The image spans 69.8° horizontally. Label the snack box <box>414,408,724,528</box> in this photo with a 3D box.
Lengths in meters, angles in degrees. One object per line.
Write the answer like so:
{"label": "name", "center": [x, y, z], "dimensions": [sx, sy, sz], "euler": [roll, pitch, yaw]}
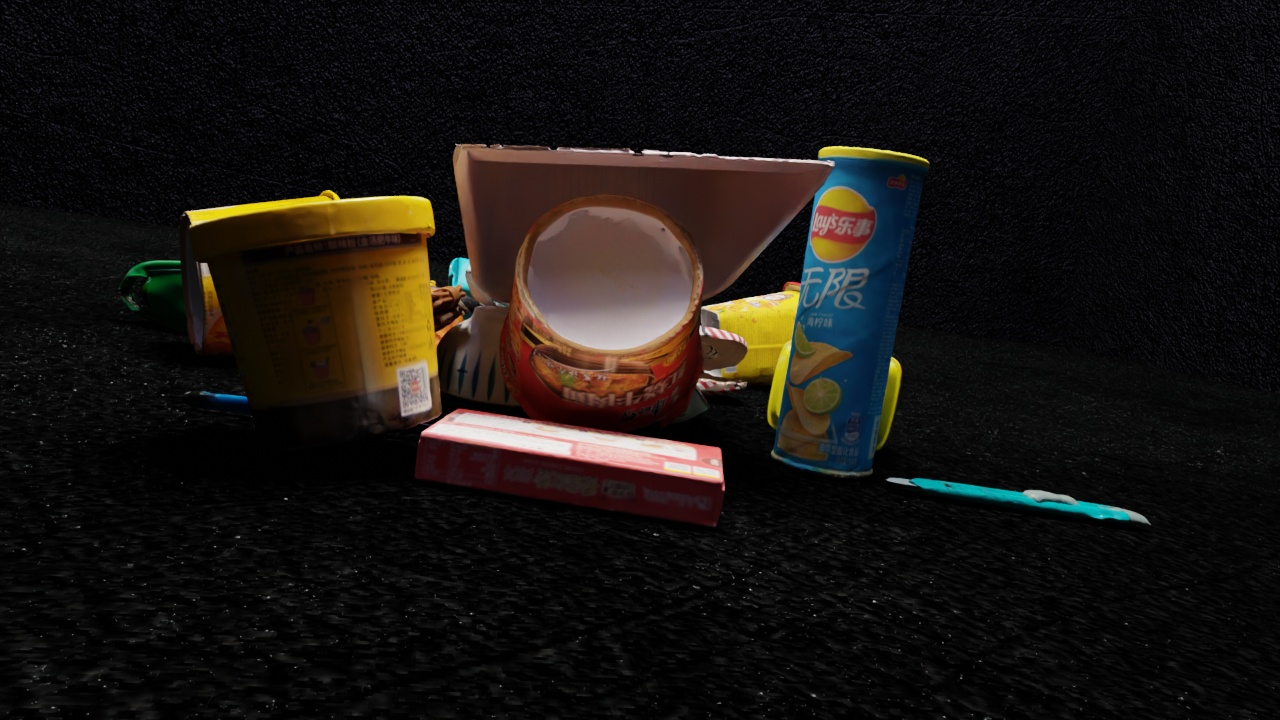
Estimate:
{"label": "snack box", "center": [-0.033, 0.054, 0.482], "dimensions": [0.153, 0.025, 0.075], "euler": [9, 7, 2]}

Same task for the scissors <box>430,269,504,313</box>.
{"label": "scissors", "center": [-0.146, -0.048, 0.865], "dimensions": [0.221, 0.021, 0.234], "euler": [14, -14, 15]}

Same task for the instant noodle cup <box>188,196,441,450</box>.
{"label": "instant noodle cup", "center": [-0.158, -0.019, 0.475], "dimensions": [0.118, 0.114, 0.118], "euler": [-9, 5, 1]}

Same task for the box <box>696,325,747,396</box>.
{"label": "box", "center": [0.019, -0.011, 0.844], "dimensions": [0.163, 0.082, 0.075], "euler": [4, 1, -12]}

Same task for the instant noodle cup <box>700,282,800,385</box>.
{"label": "instant noodle cup", "center": [0.134, -0.022, 0.992], "dimensions": [0.123, 0.116, 0.116], "euler": [-5, 10, -10]}

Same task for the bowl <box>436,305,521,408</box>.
{"label": "bowl", "center": [-0.103, -0.006, 0.717], "dimensions": [0.116, 0.066, 0.116], "euler": [8, 7, -1]}

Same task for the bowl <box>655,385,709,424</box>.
{"label": "bowl", "center": [-0.004, 0.004, 0.687], "dimensions": [0.062, 0.113, 0.113], "euler": [-33, 8, 2]}

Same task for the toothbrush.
{"label": "toothbrush", "center": [-0.170, 0.034, 0.536], "dimensions": [0.189, 0.014, 0.016], "euler": [7, 6, -3]}

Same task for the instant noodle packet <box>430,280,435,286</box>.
{"label": "instant noodle packet", "center": [-0.281, -0.062, 0.962], "dimensions": [0.128, 0.044, 0.111], "euler": [8, -19, -13]}

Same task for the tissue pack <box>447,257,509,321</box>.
{"label": "tissue pack", "center": [-0.136, -0.057, 0.968], "dimensions": [0.133, 0.093, 0.050], "euler": [9, 51, -4]}

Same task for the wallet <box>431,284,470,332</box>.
{"label": "wallet", "center": [-0.173, -0.016, 0.648], "dimensions": [0.108, 0.031, 0.131], "euler": [-34, 9, 2]}

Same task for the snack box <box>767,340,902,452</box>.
{"label": "snack box", "center": [0.150, 0.031, 0.700], "dimensions": [0.091, 0.082, 0.080], "euler": [12, -5, 21]}

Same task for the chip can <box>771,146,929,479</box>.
{"label": "chip can", "center": [0.137, -0.031, 0.614], "dimensions": [0.071, 0.210, 0.071], "euler": [8, 8, -1]}

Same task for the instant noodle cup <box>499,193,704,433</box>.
{"label": "instant noodle cup", "center": [-0.022, -0.031, 0.571], "dimensions": [0.138, 0.137, 0.109], "euler": [8, -25, -1]}

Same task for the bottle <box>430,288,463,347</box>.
{"label": "bottle", "center": [-0.204, -0.031, 0.838], "dimensions": [0.066, 0.066, 0.150], "euler": [6, 0, -21]}

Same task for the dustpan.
{"label": "dustpan", "center": [-0.013, -0.077, 0.647], "dimensions": [0.222, 0.139, 0.273], "euler": [1, 12, -8]}

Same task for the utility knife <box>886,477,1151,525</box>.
{"label": "utility knife", "center": [0.237, 0.087, 0.583], "dimensions": [0.166, 0.013, 0.029], "euler": [8, 6, -1]}

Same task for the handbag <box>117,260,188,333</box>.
{"label": "handbag", "center": [-0.383, -0.057, 0.836], "dimensions": [0.120, 0.068, 0.131], "euler": [3, 7, 14]}

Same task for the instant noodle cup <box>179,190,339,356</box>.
{"label": "instant noodle cup", "center": [-0.290, -0.061, 0.711], "dimensions": [0.109, 0.138, 0.138], "euler": [-7, 14, -32]}
